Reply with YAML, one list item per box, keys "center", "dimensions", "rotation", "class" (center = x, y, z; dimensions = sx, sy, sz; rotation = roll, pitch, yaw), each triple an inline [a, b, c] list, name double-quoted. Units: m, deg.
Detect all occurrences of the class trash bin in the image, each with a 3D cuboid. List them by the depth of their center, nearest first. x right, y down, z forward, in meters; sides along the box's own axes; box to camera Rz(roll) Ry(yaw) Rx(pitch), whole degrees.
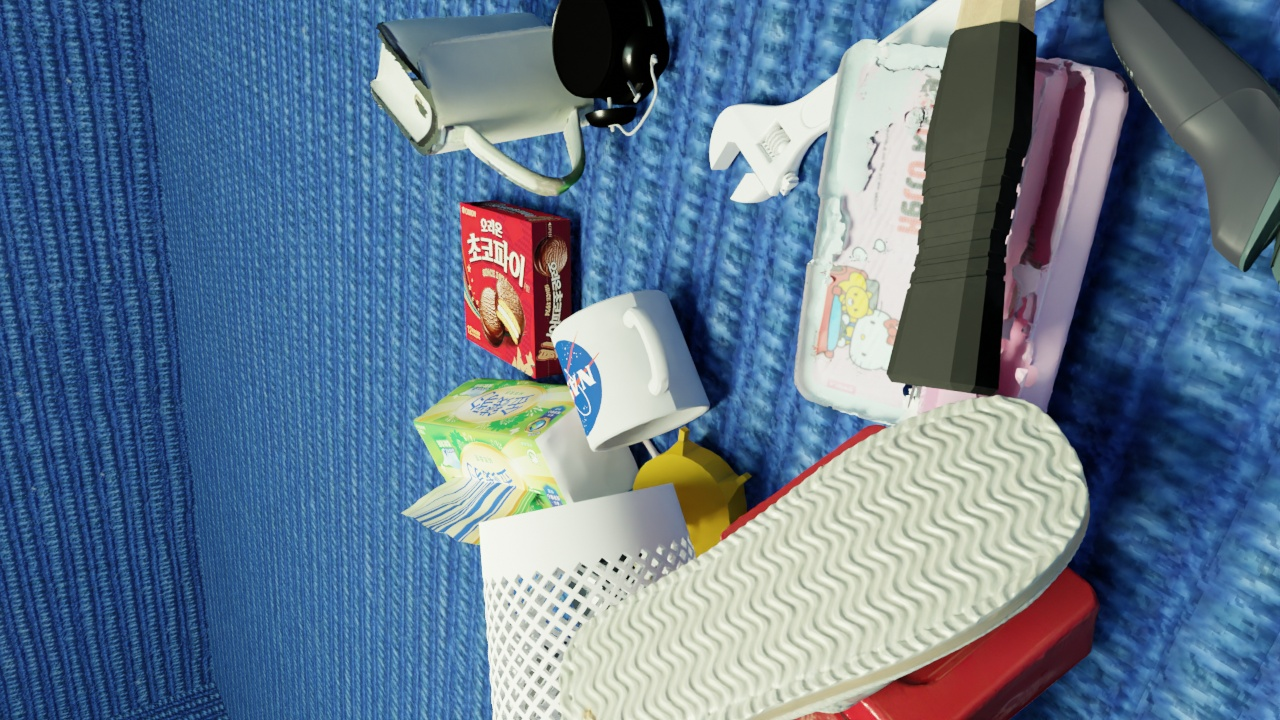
- center: [-0.023, 0.193, 0.605]
  dimensions: [0.196, 0.195, 0.199]
  rotation: [-23, 76, 54]
  class: "trash bin"

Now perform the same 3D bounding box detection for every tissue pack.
- center: [-0.118, 0.096, 0.763]
  dimensions: [0.198, 0.141, 0.120]
  rotation: [-6, 117, 51]
  class: "tissue pack"

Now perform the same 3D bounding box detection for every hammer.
- center: [0.149, -0.150, 0.380]
  dimensions: [0.131, 0.039, 0.328]
  rotation: [9, 92, 49]
  class: "hammer"

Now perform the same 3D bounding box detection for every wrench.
- center: [0.128, -0.156, 0.498]
  dimensions: [0.274, 0.018, 0.066]
  rotation: [-24, 80, 53]
  class: "wrench"

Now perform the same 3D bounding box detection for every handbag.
- center: [-0.099, -0.194, 0.689]
  dimensions: [0.176, 0.151, 0.074]
  rotation: [53, 142, 24]
  class: "handbag"

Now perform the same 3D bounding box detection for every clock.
- center: [-0.020, -0.221, 0.660]
  dimensions: [0.091, 0.042, 0.120]
  rotation: [-47, 62, 49]
  class: "clock"
- center: [0.030, 0.117, 0.680]
  dimensions: [0.099, 0.043, 0.130]
  rotation: [37, 121, 24]
  class: "clock"

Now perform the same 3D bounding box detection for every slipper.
- center: [0.078, 0.109, 0.424]
  dimensions: [0.263, 0.052, 0.115]
  rotation: [-33, 42, 13]
  class: "slipper"

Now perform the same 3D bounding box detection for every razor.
- center: [0.226, -0.093, 0.361]
  dimensions: [0.052, 0.047, 0.142]
  rotation: [-36, 66, 26]
  class: "razor"

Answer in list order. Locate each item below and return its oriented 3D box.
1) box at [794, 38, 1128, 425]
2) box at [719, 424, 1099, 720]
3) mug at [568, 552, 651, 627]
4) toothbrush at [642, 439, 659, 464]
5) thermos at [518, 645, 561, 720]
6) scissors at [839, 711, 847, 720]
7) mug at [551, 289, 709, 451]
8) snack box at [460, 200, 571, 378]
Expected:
- center: [0.155, -0.050, 0.461]
  dimensions: [0.154, 0.066, 0.202]
  rotation: [34, 126, 50]
  class: "box"
- center: [0.136, 0.148, 0.496]
  dimensions: [0.170, 0.156, 0.156]
  rotation: [-45, 48, 1]
  class: "box"
- center: [-0.018, 0.198, 0.741]
  dimensions: [0.105, 0.071, 0.077]
  rotation: [106, 149, -83]
  class: "mug"
- center: [-0.023, 0.030, 0.760]
  dimensions: [0.181, 0.018, 0.016]
  rotation: [57, 143, 28]
  class: "toothbrush"
- center: [-0.039, 0.315, 0.809]
  dimensions: [0.241, 0.082, 0.082]
  rotation: [-3, 97, 54]
  class: "thermos"
- center: [0.130, 0.246, 0.599]
  dimensions: [0.185, 0.015, 0.180]
  rotation: [42, 131, 49]
  class: "scissors"
- center: [-0.004, 0.004, 0.654]
  dimensions: [0.121, 0.091, 0.090]
  rotation: [128, 123, -67]
  class: "mug"
- center: [-0.115, -0.069, 0.831]
  dimensions: [0.152, 0.035, 0.133]
  rotation: [25, 119, 54]
  class: "snack box"
